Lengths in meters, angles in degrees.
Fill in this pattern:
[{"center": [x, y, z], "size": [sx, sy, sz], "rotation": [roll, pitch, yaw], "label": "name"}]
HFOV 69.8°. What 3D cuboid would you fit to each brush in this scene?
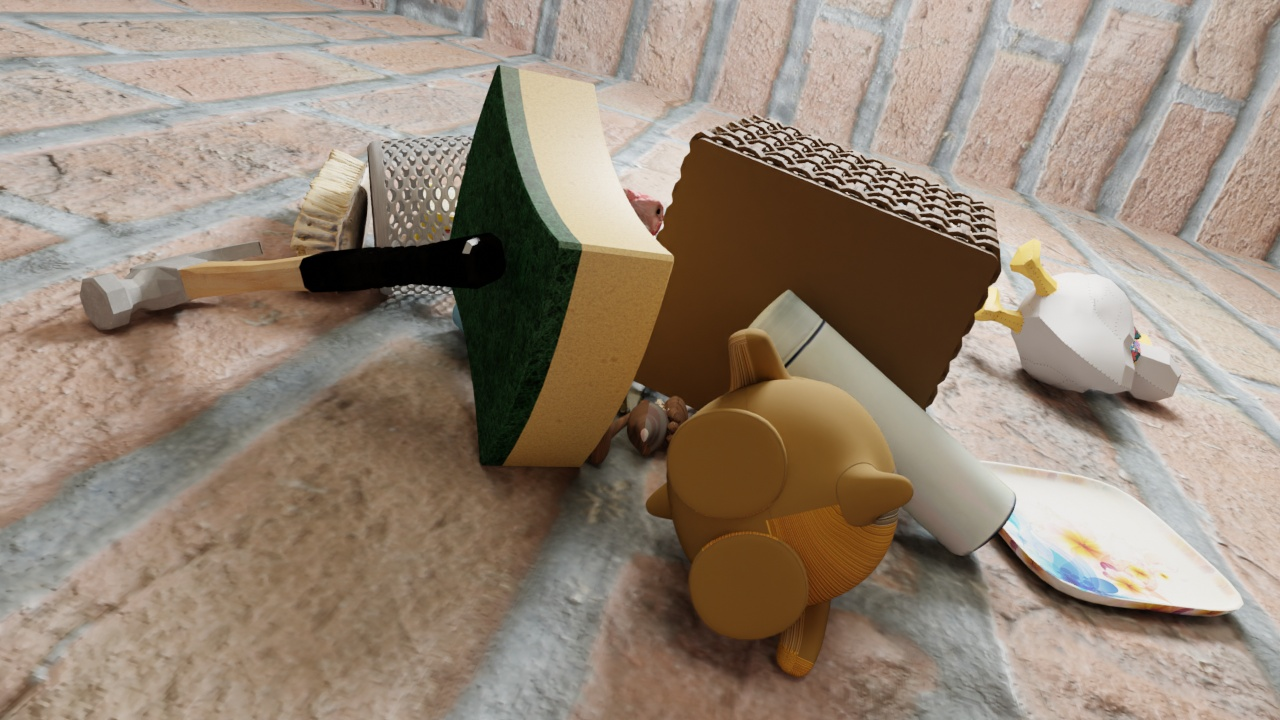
[{"center": [-0.074, -0.069, 0.667], "size": [0.075, 0.196, 0.250], "rotation": [4, 42, -25], "label": "brush"}, {"center": [-0.300, -0.144, 0.912], "size": [0.056, 0.083, 0.271], "rotation": [9, 24, -15], "label": "brush"}]

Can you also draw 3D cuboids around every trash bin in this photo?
[{"center": [-0.159, -0.137, 0.869], "size": [0.183, 0.157, 0.156], "rotation": [-4, 28, -15], "label": "trash bin"}]

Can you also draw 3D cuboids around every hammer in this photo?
[{"center": [-0.244, -0.063, 0.660], "size": [0.329, 0.039, 0.130], "rotation": [0, 19, 27], "label": "hammer"}]

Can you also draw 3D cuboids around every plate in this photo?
[{"center": [0.367, 0.144, 0.752], "size": [0.187, 0.016, 0.186], "rotation": [9, 24, -13], "label": "plate"}]

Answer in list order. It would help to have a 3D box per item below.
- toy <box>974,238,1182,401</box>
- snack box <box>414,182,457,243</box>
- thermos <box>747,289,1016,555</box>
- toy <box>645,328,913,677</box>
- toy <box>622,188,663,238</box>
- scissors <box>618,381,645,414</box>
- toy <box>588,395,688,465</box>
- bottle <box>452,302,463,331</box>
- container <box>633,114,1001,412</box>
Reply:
[{"center": [0.541, -0.023, 1.105], "size": [0.267, 0.141, 0.246], "rotation": [34, 26, 0], "label": "toy"}, {"center": [-0.201, -0.145, 1.001], "size": [0.083, 0.061, 0.105], "rotation": [10, 24, -13], "label": "snack box"}, {"center": [0.172, 0.045, 0.686], "size": [0.230, 0.068, 0.067], "rotation": [42, 27, 3], "label": "thermos"}, {"center": [0.082, 0.074, 0.586], "size": [0.163, 0.198, 0.203], "rotation": [-10, 4, 12], "label": "toy"}, {"center": [-0.017, -0.147, 1.020], "size": [0.159, 0.084, 0.194], "rotation": [46, 3, -10], "label": "toy"}, {"center": [0.002, 0.006, 0.848], "size": [0.146, 0.015, 0.188], "rotation": [0, 29, -33], "label": "scissors"}, {"center": [0.003, 0.051, 0.709], "size": [0.055, 0.042, 0.101], "rotation": [14, 17, 20], "label": "toy"}, {"center": [-0.112, -0.019, 0.799], "size": [0.130, 0.040, 0.040], "rotation": [32, 28, 34], "label": "bottle"}, {"center": [0.151, -0.064, 0.813], "size": [0.252, 0.220, 0.213], "rotation": [24, 24, 10], "label": "container"}]
